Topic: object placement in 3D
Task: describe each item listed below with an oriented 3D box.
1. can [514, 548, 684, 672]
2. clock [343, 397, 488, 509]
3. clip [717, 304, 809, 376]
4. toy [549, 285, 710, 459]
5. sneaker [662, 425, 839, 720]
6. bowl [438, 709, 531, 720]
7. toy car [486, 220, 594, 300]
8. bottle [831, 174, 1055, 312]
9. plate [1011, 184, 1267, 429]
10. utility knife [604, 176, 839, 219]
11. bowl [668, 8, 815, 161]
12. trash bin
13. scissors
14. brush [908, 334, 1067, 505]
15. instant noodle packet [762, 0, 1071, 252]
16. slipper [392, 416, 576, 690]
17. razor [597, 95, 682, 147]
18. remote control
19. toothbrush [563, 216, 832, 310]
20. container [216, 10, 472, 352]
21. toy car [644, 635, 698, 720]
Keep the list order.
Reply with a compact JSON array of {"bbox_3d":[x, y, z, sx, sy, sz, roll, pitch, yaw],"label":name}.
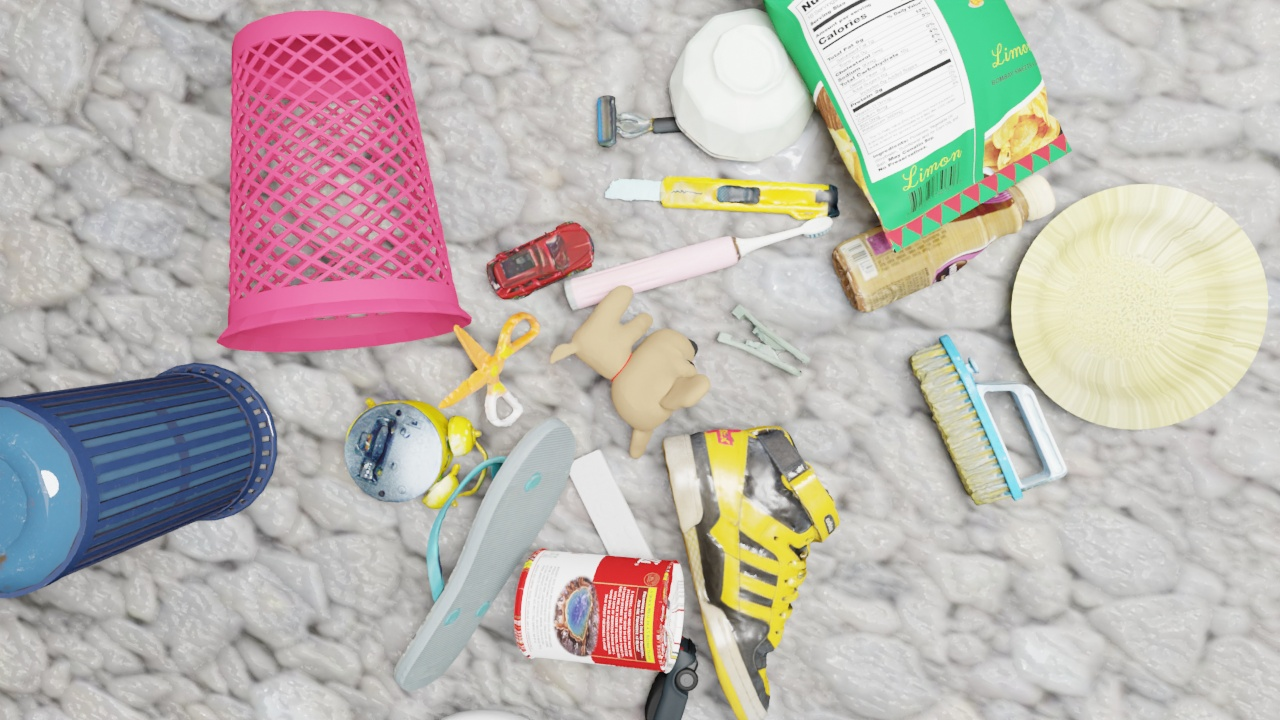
[{"bbox_3d":[-0.031,0.198,0.732,0.116,0.086,0.086,1,94,15],"label":"can"},{"bbox_3d":[-0.186,0.077,0.763,0.119,0.057,0.083,19,95,4],"label":"clock"},{"bbox_3d":[0.096,-0.008,0.749,0.050,0.023,0.078,-45,87,8],"label":"clip"},{"bbox_3d":[-0.004,0.004,0.727,0.108,0.134,0.105,44,55,2],"label":"toy"},{"bbox_3d":[0.101,0.163,0.728,0.122,0.086,0.238,-14,95,4],"label":"sneaker"},{"bbox_3d":[-0.125,0.372,0.773,0.177,0.066,0.176,0,94,5],"label":"bowl"},{"bbox_3d":[-0.082,-0.082,0.755,0.091,0.036,0.042,-23,91,1],"label":"toy car"},{"bbox_3d":[0.235,-0.095,0.710,0.166,0.059,0.059,-24,91,6],"label":"bottle"},{"bbox_3d":[0.378,-0.041,0.711,0.184,0.036,0.184,0,94,5],"label":"plate"},{"bbox_3d":[0.066,-0.133,0.747,0.191,0.018,0.030,4,85,8],"label":"utility knife"},{"bbox_3d":[0.081,-0.218,0.703,0.117,0.061,0.117,0,83,0],"label":"bowl"},{"bbox_3d":[-0.398,0.080,0.686,0.139,0.249,0.139,0,94,5],"label":"trash bin"},{"bbox_3d":[-0.119,0.012,0.736,0.011,0.125,0.128,15,126,29],"label":"scissors"},{"bbox_3d":[0.269,0.040,0.718,0.075,0.055,0.136,-24,91,11],"label":"brush"},{"bbox_3d":[0.196,-0.230,0.671,0.195,0.090,0.252,-29,92,-22],"label":"instant noodle packet"},{"bbox_3d":[-0.133,0.152,0.757,0.055,0.098,0.269,35,106,26],"label":"slipper"},{"bbox_3d":[0.037,-0.192,0.742,0.144,0.022,0.042,-1,83,0],"label":"razor"},{"bbox_3d":[-0.020,0.138,0.773,0.033,0.012,0.131,-26,91,15],"label":"remote control"},{"bbox_3d":[0.047,-0.081,0.745,0.223,0.026,0.027,-15,73,6],"label":"toothbrush"},{"bbox_3d":[-0.234,-0.132,0.704,0.183,0.183,0.225,-8,86,6],"label":"container"},{"bbox_3d":[0.022,0.287,0.764,0.034,0.046,0.112,17,94,3],"label":"toy car"}]
